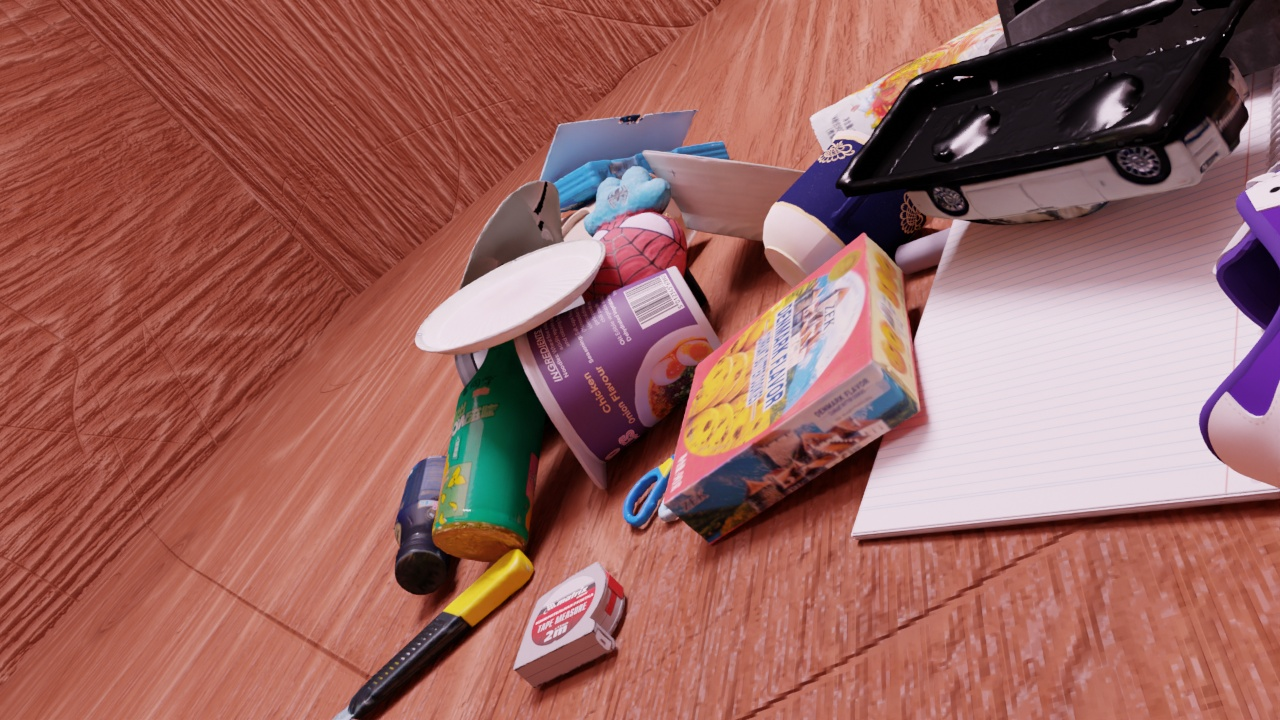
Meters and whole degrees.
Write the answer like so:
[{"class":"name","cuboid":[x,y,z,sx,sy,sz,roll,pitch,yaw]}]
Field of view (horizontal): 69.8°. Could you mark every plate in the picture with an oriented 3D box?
[{"class":"plate","cuboid":[-0.094,-0.046,0.679,0.157,0.014,0.156,-22,23,10]}]

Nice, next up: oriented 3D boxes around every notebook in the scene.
[{"class":"notebook","cuboid":[0.200,-0.030,0.418,0.178,0.013,0.244,-20,34,49]}]

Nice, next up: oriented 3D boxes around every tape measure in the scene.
[{"class":"tape measure","cuboid":[-0.037,0.147,0.514,0.060,0.020,0.062,-33,20,25]}]

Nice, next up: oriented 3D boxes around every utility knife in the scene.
[{"class":"utility knife","cuboid":[-0.148,0.197,0.626,0.188,0.020,0.029,-40,19,1]}]

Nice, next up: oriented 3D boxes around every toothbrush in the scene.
[{"class":"toothbrush","cuboid":[0.224,-0.082,0.508,0.188,0.018,0.019,-18,32,49]}]

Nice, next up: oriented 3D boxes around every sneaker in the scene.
[{"class":"sneaker","cuboid":[0.248,-0.051,0.282,0.111,0.092,0.243,-4,48,57]}]

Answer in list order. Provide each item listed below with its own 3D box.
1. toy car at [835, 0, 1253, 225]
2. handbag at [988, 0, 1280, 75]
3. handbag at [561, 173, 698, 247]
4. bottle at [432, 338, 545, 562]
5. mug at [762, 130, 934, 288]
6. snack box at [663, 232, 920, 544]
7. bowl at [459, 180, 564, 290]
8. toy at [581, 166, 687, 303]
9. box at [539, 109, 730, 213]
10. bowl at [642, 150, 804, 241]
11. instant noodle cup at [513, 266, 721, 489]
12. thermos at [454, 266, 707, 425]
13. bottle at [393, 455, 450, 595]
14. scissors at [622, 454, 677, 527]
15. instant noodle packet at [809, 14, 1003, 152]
[{"class":"toy car","cuboid":[0.196,-0.106,0.446,0.094,0.071,0.192,-55,22,-15]},{"class":"handbag","cuboid":[0.289,-0.218,0.512,0.197,0.102,0.200,-36,10,-22]},{"class":"handbag","cuboid":[-0.050,-0.072,0.932,0.195,0.101,0.197,-14,46,54]},{"class":"bottle","cuboid":[-0.106,0.043,0.695,0.068,0.068,0.209,-25,48,40]},{"class":"mug","cuboid":[0.130,-0.090,0.593,0.089,0.085,0.112,-46,-6,-5]},{"class":"snack box","cuboid":[0.084,0.013,0.516,0.145,0.040,0.142,-40,17,31]},{"class":"bowl","cuboid":[-0.098,-0.075,0.854,0.173,0.068,0.174,-58,-14,-23]},{"class":"toy","cuboid":[-0.009,-0.094,0.726,0.092,0.062,0.132,-14,69,18]},{"class":"box","cuboid":[-0.011,-0.232,1.042,0.092,0.085,0.242,-18,3,44]},{"class":"bowl","cuboid":[0.084,-0.131,0.759,0.176,0.176,0.058,-138,56,-71]},{"class":"instant noodle cup","cuboid":[-0.004,0.004,0.655,0.122,0.122,0.136,-30,64,5]},{"class":"thermos","cuboid":[-0.052,-0.020,0.800,0.219,0.106,0.105,-33,20,9]},{"class":"bottle","cuboid":[-0.173,0.133,0.757,0.056,0.056,0.160,-39,20,7]},{"class":"scissors","cuboid":[0.028,0.058,0.597,0.071,0.022,0.130,-25,30,41]},{"class":"instant noodle packet","cuboid":[0.265,-0.239,0.725,0.270,0.057,0.146,-29,24,20]}]
